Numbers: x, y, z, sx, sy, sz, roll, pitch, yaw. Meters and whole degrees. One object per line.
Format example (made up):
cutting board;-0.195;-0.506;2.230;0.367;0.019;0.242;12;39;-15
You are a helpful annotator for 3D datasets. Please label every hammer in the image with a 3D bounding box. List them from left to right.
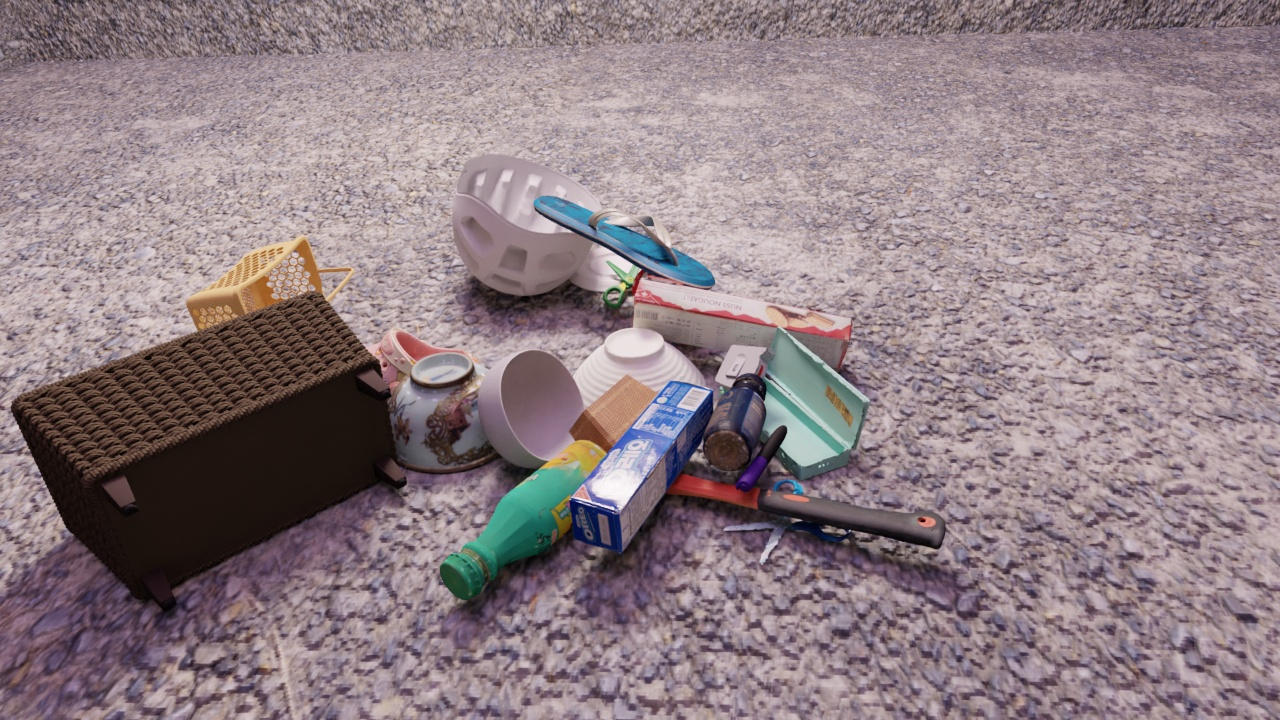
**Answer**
hammer;0.135;0.143;0.928;0.334;0.033;0.132;7;32;24

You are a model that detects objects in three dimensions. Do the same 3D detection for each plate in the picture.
plate;-0.040;-0.149;1.463;0.157;0.014;0.156;-2;32;1

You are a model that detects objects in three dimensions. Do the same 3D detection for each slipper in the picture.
slipper;-0.306;0.001;1.171;0.197;0.082;0.093;-2;32;-4
slipper;-0.016;-0.182;1.281;0.295;0.060;0.118;28;19;17

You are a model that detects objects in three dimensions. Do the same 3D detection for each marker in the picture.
marker;0.129;0.100;0.961;0.018;0.015;0.133;-21;12;34

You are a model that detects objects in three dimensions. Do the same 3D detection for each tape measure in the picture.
tape measure;0.123;0.010;1.101;0.060;0.020;0.062;7;63;51

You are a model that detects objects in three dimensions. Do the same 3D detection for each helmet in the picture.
helmet;-0.180;-0.223;1.413;0.224;0.184;0.281;18;46;-19

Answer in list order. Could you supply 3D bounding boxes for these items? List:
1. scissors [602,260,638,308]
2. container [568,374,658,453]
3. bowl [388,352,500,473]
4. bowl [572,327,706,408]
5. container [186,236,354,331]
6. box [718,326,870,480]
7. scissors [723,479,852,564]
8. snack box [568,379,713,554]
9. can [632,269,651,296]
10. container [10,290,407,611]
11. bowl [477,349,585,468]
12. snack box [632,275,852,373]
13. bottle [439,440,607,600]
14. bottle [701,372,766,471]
scissors;-0.009;-0.119;1.392;0.121;0.012;0.127;12;46;10
container;-0.026;0.068;1.032;0.061;0.063;0.113;44;44;6
bowl;-0.226;0.048;1.074;0.160;0.094;0.159;-2;31;1
bowl;-0.007;0.007;1.148;0.177;0.071;0.177;-2;31;1
container;-0.500;-0.079;1.272;0.167;0.129;0.183;-3;30;14
box;0.172;0.046;1.060;0.078;0.110;0.187;1;29;-29
scissors;0.154;0.164;0.928;0.129;0.014;0.127;13;36;28
snack box;0.008;0.101;0.940;0.059;0.060;0.225;13;35;23
can;0.051;-0.081;1.284;0.074;0.074;0.142;-19;35;-25
container;-0.416;0.090;0.948;0.320;0.177;0.205;-27;43;-35
bowl;-0.129;0.058;1.031;0.065;0.132;0.131;-22;17;36
snack box;0.127;-0.046;1.171;0.273;0.077;0.044;11;56;5
bottle;-0.109;0.157;0.908;0.068;0.068;0.209;19;37;31
bottle;0.107;0.062;0.997;0.056;0.056;0.160;6;25;14
